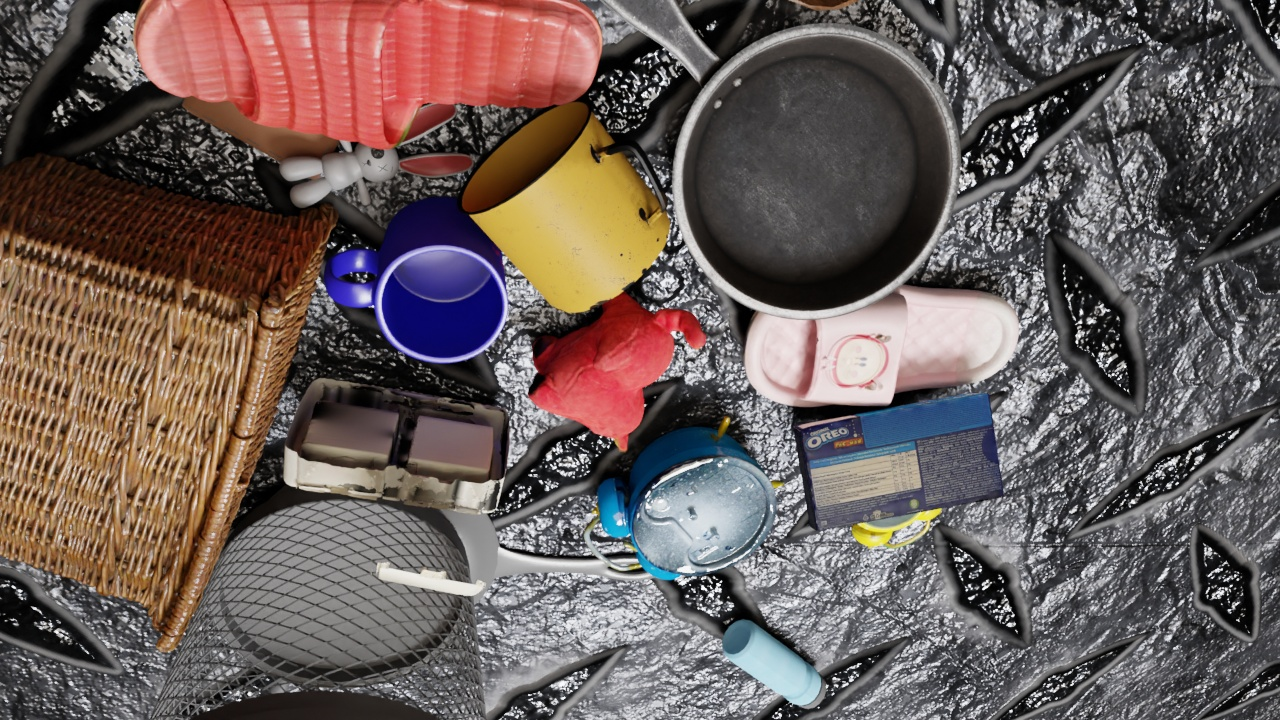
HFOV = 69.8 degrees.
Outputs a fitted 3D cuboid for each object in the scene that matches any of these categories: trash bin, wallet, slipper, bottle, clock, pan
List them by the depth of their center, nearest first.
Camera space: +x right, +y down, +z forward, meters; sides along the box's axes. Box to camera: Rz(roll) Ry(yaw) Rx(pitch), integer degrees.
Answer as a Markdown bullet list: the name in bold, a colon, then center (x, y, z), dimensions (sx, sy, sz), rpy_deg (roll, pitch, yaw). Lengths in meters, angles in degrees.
- **slipper**: center (-0.141, -0.159, 0.496), dimensions (0.248, 0.059, 0.104), rpy_deg (-2, 153, -11)
- **wallet**: center (-0.203, -0.176, 0.539), dimensions (0.087, 0.013, 0.121), rpy_deg (28, 112, -24)
- **pan**: center (0.052, -0.172, 0.574), dimensions (0.357, 0.055, 0.187), rpy_deg (41, 101, -15)
- **trash bin**: center (-0.208, 0.224, 0.615), dimensions (0.217, 0.227, 0.218), rpy_deg (-5, 120, -9)
- **slipper**: center (0.183, -0.008, 0.693), dimensions (0.221, 0.055, 0.107), rpy_deg (-3, 122, -11)
- **clock**: center (0.030, 0.119, 0.732), dimensions (0.161, 0.060, 0.117), rpy_deg (-33, 122, 10)
- **pan**: center (-0.151, 0.169, 0.744), dimensions (0.354, 0.024, 0.217), rpy_deg (5, 118, -15)
- **clock**: center (0.203, 0.106, 0.759), dimensions (0.083, 0.057, 0.119), rpy_deg (-28, 115, 5)
- **bottle**: center (0.130, 0.289, 0.861), dimensions (0.040, 0.040, 0.130), rpy_deg (-42, 119, 13)

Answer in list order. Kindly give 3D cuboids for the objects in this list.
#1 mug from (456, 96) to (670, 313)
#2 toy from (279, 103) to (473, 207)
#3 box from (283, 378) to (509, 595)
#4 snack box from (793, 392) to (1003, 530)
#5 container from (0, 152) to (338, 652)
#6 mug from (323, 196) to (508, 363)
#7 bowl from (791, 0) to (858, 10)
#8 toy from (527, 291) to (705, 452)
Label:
- **mug**: center (-0.035, -0.095, 0.563), dimensions (0.124, 0.100, 0.094), rpy_deg (-11, 133, 39)
- **toy**: center (-0.162, -0.123, 0.563), dimensions (0.111, 0.030, 0.049), rpy_deg (-19, 111, -10)
- **box**: center (-0.165, 0.095, 0.602), dimensions (0.143, 0.186, 0.070), rpy_deg (10, 118, -9)
- **snack box**: center (0.197, 0.076, 0.700), dimensions (0.150, 0.027, 0.082), rpy_deg (-9, 92, -5)
- **container**: center (-0.314, 0.012, 0.545), dimensions (0.183, 0.162, 0.250), rpy_deg (19, 113, -17)
- **mug**: center (-0.142, -0.053, 0.582), dimensions (0.111, 0.083, 0.079), rpy_deg (1, 119, -12)
- **bowl**: center (0.096, -0.260, 0.537), dimensions (0.114, 0.026, 0.102), rpy_deg (38, 86, -16)
- **toy**: center (-0.004, 0.004, 0.644), dimensions (0.133, 0.088, 0.094), rpy_deg (-25, 124, 28)
